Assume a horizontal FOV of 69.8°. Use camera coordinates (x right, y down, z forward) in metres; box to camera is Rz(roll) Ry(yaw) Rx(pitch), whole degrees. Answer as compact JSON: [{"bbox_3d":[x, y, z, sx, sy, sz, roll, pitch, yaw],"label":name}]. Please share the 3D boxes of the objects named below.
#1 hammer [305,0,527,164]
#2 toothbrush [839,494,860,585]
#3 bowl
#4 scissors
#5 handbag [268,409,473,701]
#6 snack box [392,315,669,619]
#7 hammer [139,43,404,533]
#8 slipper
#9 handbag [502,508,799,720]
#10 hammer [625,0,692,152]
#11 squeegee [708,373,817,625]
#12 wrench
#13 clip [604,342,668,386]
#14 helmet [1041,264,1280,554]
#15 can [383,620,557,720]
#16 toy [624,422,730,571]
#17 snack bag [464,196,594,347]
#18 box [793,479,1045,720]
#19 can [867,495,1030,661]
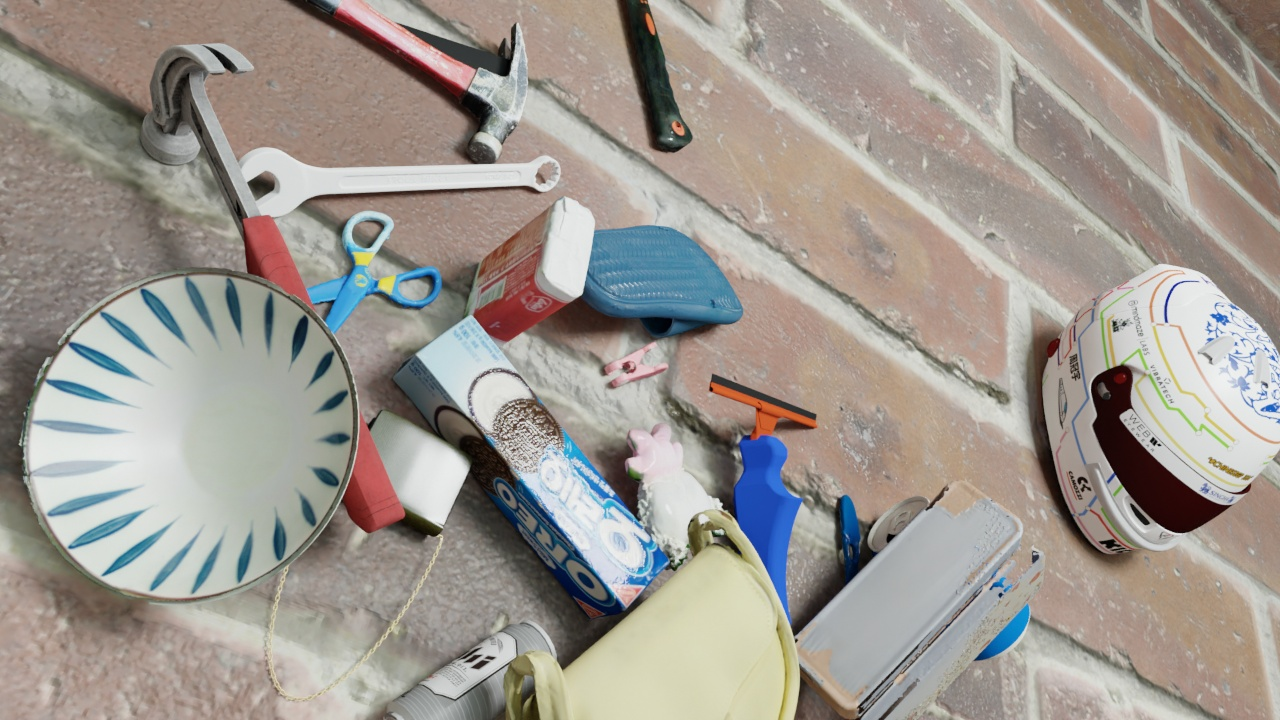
[{"bbox_3d":[-0.234,-0.290,0.729,0.326,0.037,0.140,29,54,-22],"label":"hammer"},{"bbox_3d":[0.187,0.180,0.817,0.021,0.016,0.132,23,56,-27],"label":"toothbrush"},{"bbox_3d":[-0.234,0.043,0.511,0.177,0.071,0.177,0,81,1],"label":"bowl"},{"bbox_3d":[-0.204,-0.063,0.647,0.131,0.019,0.105,-23,80,-43],"label":"scissors"},{"bbox_3d":[-0.173,0.122,0.573,0.084,0.028,0.177,32,57,-18],"label":"handbag"},{"bbox_3d":[-0.076,0.076,0.642,0.226,0.059,0.059,52,51,-5],"label":"snack box"},{"bbox_3d":[-0.218,-0.044,0.555,0.036,0.126,0.315,-22,84,-41],"label":"hammer"},{"bbox_3d":[0.010,-0.067,0.784,0.213,0.059,0.103,-1,58,-50],"label":"slipper"},{"bbox_3d":[0.019,0.225,0.583,0.232,0.089,0.191,-32,109,-42],"label":"handbag"},{"bbox_3d":[-0.001,-0.361,0.947,0.132,0.033,0.332,0,68,-39],"label":"hammer"},{"bbox_3d":[0.103,0.122,0.750,0.249,0.055,0.184,20,63,-60],"label":"squeegee"},{"bbox_3d":[-0.170,-0.139,0.697,0.272,0.047,0.009,-13,38,-42],"label":"wrench"},{"bbox_3d":[-0.002,0.009,0.760,0.058,0.022,0.037,-20,83,-36],"label":"clip"},{"bbox_3d":[0.606,0.050,1.053,0.231,0.237,0.313,20,57,-26],"label":"helmet"},{"bbox_3d":[-0.103,0.203,0.565,0.106,0.044,0.044,-25,84,-42],"label":"can"},{"bbox_3d":[0.020,0.100,0.712,0.095,0.041,0.109,-17,84,-55],"label":"toy"},{"bbox_3d":[-0.083,-0.061,0.670,0.036,0.116,0.076,28,53,-31],"label":"snack bag"},{"bbox_3d":[0.228,0.211,0.757,0.216,0.096,0.105,-40,61,-14],"label":"box"},{"bbox_3d":[0.281,0.199,0.835,0.146,0.079,0.078,47,48,-8],"label":"can"}]
